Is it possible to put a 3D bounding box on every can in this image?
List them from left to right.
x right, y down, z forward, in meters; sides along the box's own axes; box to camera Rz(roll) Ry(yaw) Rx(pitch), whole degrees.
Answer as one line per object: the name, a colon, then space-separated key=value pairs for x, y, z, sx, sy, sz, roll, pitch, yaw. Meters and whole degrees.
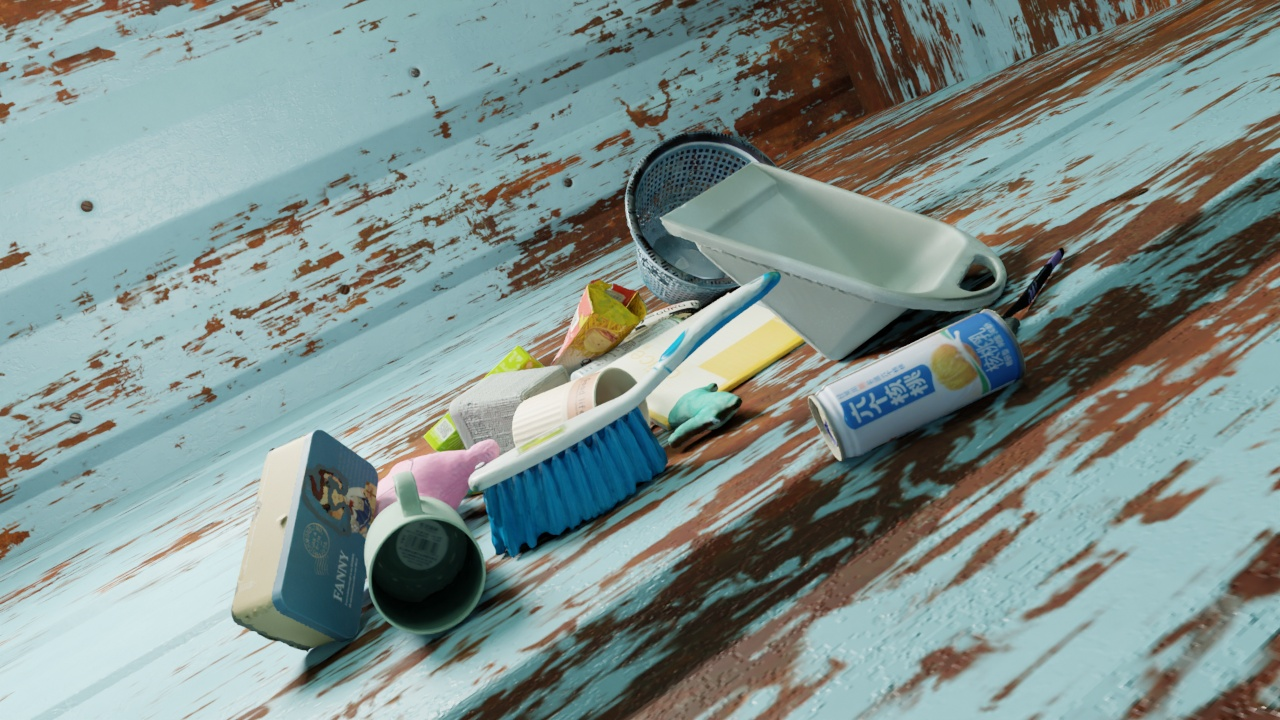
can: x=-0.006 y=0.006 z=1.051 sx=0.146 sy=0.058 sz=0.058 roll=-31 pitch=13 yaw=-24
can: x=0.184 y=0.017 z=0.617 sx=0.134 sy=0.053 sz=0.053 roll=-26 pitch=12 yaw=0

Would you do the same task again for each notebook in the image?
notebook: x=0.063 y=-0.005 z=0.957 sx=0.205 sy=0.010 sz=0.146 roll=-31 pitch=34 yaw=-24

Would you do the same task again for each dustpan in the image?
dustpan: x=0.195 y=-0.117 z=0.852 sx=0.143 sy=0.258 sz=0.222 roll=-46 pitch=-4 yaw=39

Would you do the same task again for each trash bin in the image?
trash bin: x=0.082 y=-0.174 z=1.289 sx=0.226 sy=0.226 sz=0.195 roll=-29 pitch=-11 yaw=-14

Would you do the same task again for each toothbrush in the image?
toothbrush: x=0.324 y=-0.058 z=0.753 sx=0.017 sy=0.014 sz=0.188 roll=-4 pitch=23 yaw=42

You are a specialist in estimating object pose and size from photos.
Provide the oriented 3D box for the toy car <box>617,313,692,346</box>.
toy car: x=0.002 y=-0.016 z=1.180 sx=0.158 sy=0.042 sz=0.070 roll=-31 pitch=12 yaw=-11

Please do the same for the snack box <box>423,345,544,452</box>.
snack box: x=-0.183 y=0.052 z=1.108 sx=0.156 sy=0.026 sz=0.086 roll=-44 pitch=-16 yaw=-2

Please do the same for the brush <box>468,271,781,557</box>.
brush: x=0.000 y=0.043 z=0.756 sx=0.314 sy=0.109 sz=0.060 roll=-27 pitch=9 yaw=-7

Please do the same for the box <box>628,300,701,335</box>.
box: x=0.009 y=-0.044 z=1.255 sx=0.164 sy=0.055 sz=0.070 roll=-27 pitch=-7 yaw=-4

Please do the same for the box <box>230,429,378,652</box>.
box: x=-0.273 y=0.152 z=0.755 sx=0.061 sy=0.090 sz=0.184 roll=-25 pitch=48 yaw=18

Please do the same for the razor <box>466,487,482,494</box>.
razor: x=-0.167 y=0.124 z=0.946 sx=0.133 sy=0.028 sz=0.043 roll=-13 pitch=48 yaw=37

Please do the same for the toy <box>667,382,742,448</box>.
toy: x=0.053 y=0.047 z=0.824 sx=0.096 sy=0.030 sz=0.092 roll=-36 pitch=13 yaw=-23

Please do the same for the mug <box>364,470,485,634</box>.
mug: x=-0.168 y=0.136 z=0.691 sx=0.082 sy=0.112 sz=0.106 roll=-14 pitch=6 yaw=-16

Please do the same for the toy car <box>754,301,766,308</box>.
toy car: x=0.147 y=-0.074 z=1.139 sx=0.054 sy=0.037 sz=0.120 roll=-22 pitch=15 yaw=15

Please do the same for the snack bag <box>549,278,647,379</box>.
snack bag: x=-0.079 y=-0.003 z=1.093 sx=0.208 sy=0.073 sz=0.128 roll=-52 pitch=-10 yaw=35

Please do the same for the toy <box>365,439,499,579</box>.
toy: x=-0.232 y=0.149 z=0.865 sx=0.179 sy=0.074 sz=0.194 roll=-25 pitch=16 yaw=35

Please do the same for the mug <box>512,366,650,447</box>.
mug: x=-0.051 y=0.052 z=0.878 sx=0.106 sy=0.082 sz=0.114 roll=-20 pitch=21 yaw=33

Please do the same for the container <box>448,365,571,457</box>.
container: x=-0.129 y=0.061 z=1.002 sx=0.115 sy=0.090 sz=0.090 roll=-12 pitch=18 yaw=39
